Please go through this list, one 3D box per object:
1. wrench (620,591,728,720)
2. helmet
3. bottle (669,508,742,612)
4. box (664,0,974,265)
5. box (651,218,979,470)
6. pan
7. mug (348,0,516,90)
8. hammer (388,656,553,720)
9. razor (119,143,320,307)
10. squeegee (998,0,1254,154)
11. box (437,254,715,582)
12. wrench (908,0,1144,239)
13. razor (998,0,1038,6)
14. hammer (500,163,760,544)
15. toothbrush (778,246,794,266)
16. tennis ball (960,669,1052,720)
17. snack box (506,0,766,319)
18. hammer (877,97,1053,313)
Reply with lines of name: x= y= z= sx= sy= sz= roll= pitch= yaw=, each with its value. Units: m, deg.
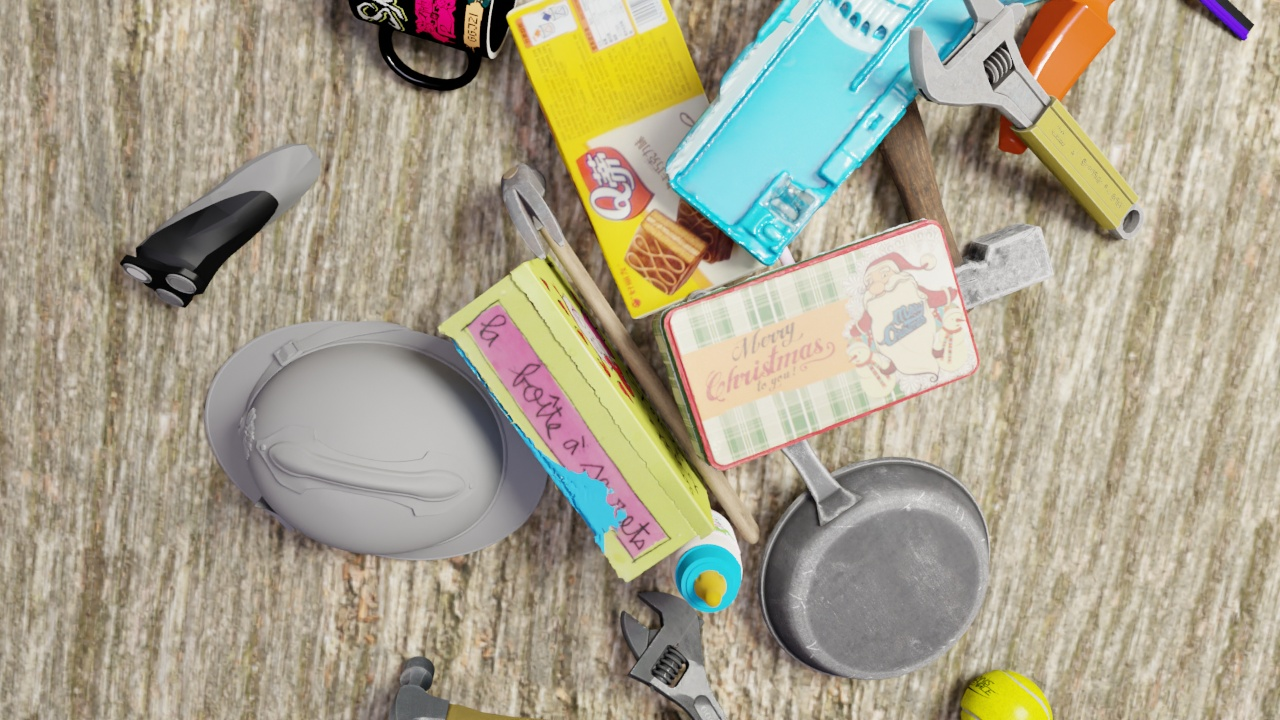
wrench: x=0.069 y=0.294 z=0.684 sx=0.073 sy=0.018 sz=0.273 roll=-27 pitch=72 yaw=-23
helmet: x=-0.206 y=0.067 z=0.661 sx=0.271 sy=0.117 sz=0.183 roll=13 pitch=97 yaw=1
bottle: x=0.046 y=0.145 z=0.654 sx=0.051 sy=0.146 sz=0.051 roll=0 pitch=97 yaw=0
box: x=0.117 y=-0.176 z=0.559 sx=0.098 sy=0.121 sz=0.227 roll=40 pitch=96 yaw=4
box: x=0.119 y=-0.012 z=0.619 sx=0.205 sy=0.049 sz=0.117 roll=-18 pitch=93 yaw=-8
pan: x=0.137 y=0.098 z=0.674 sx=0.187 sy=0.055 sz=0.357 roll=-34 pitch=109 yaw=1
mug: x=-0.146 y=-0.251 z=0.649 sx=0.098 sy=0.081 sz=0.118 roll=16 pitch=124 yaw=-2
hammer: x=-0.026 y=0.297 z=0.701 sx=0.333 sy=0.117 sz=0.025 roll=12 pitch=104 yaw=-7
razor: x=-0.302 y=-0.104 z=0.676 sx=0.156 sy=0.060 sz=0.057 roll=-48 pitch=138 yaw=-10
squeegee: x=0.301 y=-0.228 z=0.647 sx=0.249 sy=0.055 sz=0.184 roll=30 pitch=85 yaw=-17
box: x=-0.038 y=0.037 z=0.656 sx=0.081 sy=0.124 sz=0.221 roll=-36 pitch=94 yaw=6
wrench: x=0.272 y=-0.153 z=0.618 sx=0.273 sy=0.018 sz=0.083 roll=31 pitch=94 yaw=-33
razor: x=0.233 y=-0.249 z=0.670 sx=0.144 sy=0.022 sz=0.042 roll=-20 pitch=105 yaw=-2
hammer: x=-0.004 y=0.004 z=0.672 sx=0.031 sy=0.119 sz=0.331 roll=-30 pitch=104 yaw=5
toothbrush: x=0.116 y=-0.049 z=0.652 sx=0.022 sy=0.015 sz=0.155 roll=-34 pitch=104 yaw=-31
tennis ball: x=0.282 y=0.274 z=0.709 sx=0.065 sy=0.065 sz=0.065 roll=0 pitch=97 yaw=0
snack box: x=-0.001 y=-0.155 z=0.661 sx=0.110 sy=0.061 sz=0.230 roll=-22 pitch=96 yaw=2
hammer: x=0.147 y=-0.156 z=0.655 sx=0.218 sy=0.037 sz=0.300 roll=-21 pitch=103 yaw=3
